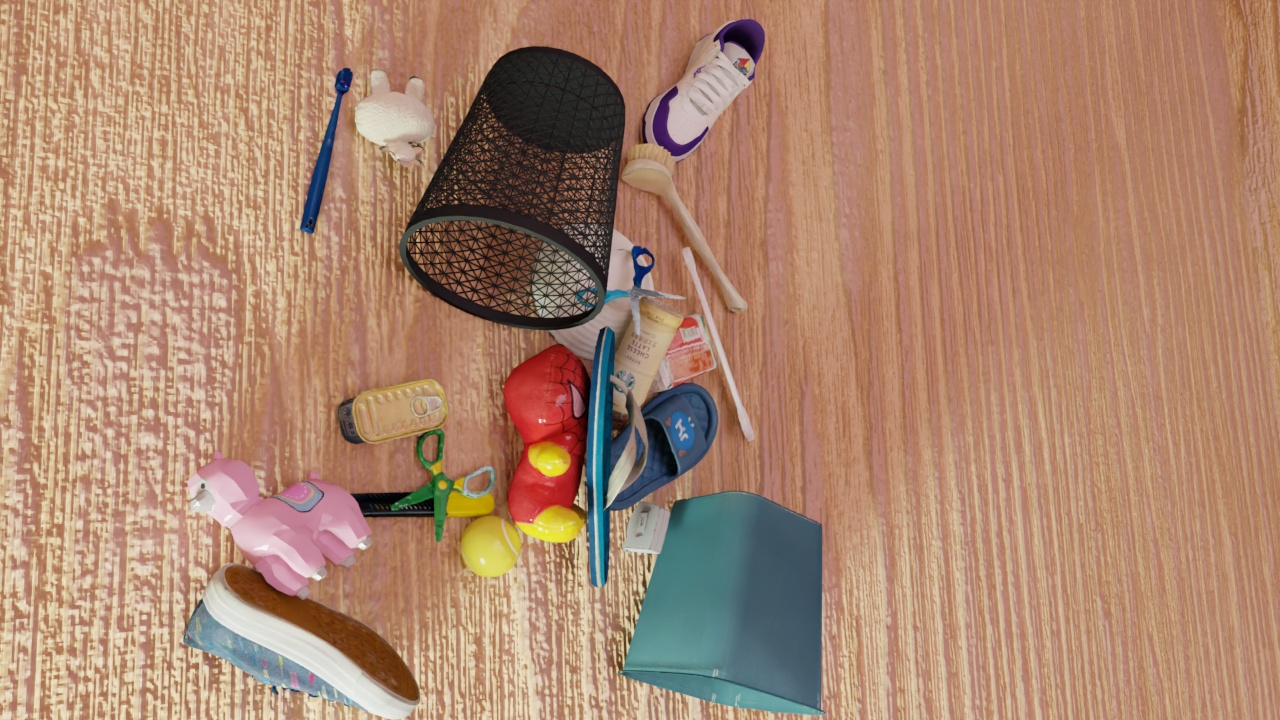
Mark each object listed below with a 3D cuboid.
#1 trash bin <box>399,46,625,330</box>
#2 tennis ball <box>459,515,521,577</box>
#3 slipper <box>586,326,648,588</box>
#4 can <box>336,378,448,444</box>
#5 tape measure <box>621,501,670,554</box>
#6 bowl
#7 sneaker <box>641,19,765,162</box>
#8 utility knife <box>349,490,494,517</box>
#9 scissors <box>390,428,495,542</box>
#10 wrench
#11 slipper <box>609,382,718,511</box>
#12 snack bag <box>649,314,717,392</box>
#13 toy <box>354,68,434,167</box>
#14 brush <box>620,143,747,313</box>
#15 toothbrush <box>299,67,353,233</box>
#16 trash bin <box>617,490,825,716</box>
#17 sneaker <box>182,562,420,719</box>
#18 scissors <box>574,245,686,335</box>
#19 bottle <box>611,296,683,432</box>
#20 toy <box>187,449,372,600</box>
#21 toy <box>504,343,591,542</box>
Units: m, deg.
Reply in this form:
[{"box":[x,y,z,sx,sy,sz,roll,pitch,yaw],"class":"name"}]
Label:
[{"box":[-0.119,-0.192,1.001,0.217,0.218,0.242,27,61,-28],"class":"trash bin"},{"box":[-0.161,0.199,0.986,0.065,0.065,0.065,6,79,-34],"class":"tennis ball"},{"box":[-0.026,0.110,1.021,0.060,0.118,0.295,2,97,7],"class":"slipper"},{"box":[-0.256,0.054,0.947,0.099,0.059,0.054,-13,90,-35],"class":"can"},{"box":[0.006,0.201,1.104,0.020,0.060,0.062,27,69,-28],"class":"tape measure"},{"box":[-0.038,-0.092,1.115,0.177,0.071,0.177,7,78,-34],"class":"bowl"},{"box":[0.097,-0.365,1.227,0.092,0.111,0.243,40,62,-23],"class":"sneaker"},{"box":[-0.237,0.152,0.969,0.174,0.020,0.028,7,58,-33],"class":"utility knife"},{"box":[-0.206,0.134,0.981,0.127,0.011,0.125,11,62,-29],"class":"scissors"},{"box":[0.103,-0.019,1.209,0.047,0.009,0.273,-63,134,-76],"class":"wrench"},{"box":[0.025,0.109,1.134,0.213,0.059,0.104,-37,106,-31],"class":"slipper"},{"box":[0.046,-0.011,1.167,0.115,0.036,0.077,-22,96,-49],"class":"snack bag"},{"box":[-0.266,-0.259,0.997,0.087,0.050,0.112,-5,89,-35],"class":"toy"},{"box":[0.066,-0.170,1.215,0.077,0.062,0.272,-47,113,-25],"class":"brush"},{"box":[-0.330,-0.224,0.967,0.016,0.017,0.189,17,73,-31],"class":"toothbrush"},{"box":[0.111,0.287,1.093,0.199,0.197,0.218,27,62,-29],"class":"trash bin"},{"box":[-0.318,0.282,0.870,0.235,0.087,0.079,41,93,-24],"class":"sneaker"},{"box":[-0.010,-0.084,1.055,0.127,0.014,0.132,7,55,-2],"class":"scissors"},{"box":[-0.006,0.006,1.092,0.056,0.056,0.162,18,104,-31],"class":"bottle"},{"box":[-0.341,0.144,0.866,0.157,0.067,0.123,47,34,4],"class":"toy"},{"box":[-0.100,0.089,1.015,0.098,0.147,0.216,-1,84,-7],"class":"toy"}]
